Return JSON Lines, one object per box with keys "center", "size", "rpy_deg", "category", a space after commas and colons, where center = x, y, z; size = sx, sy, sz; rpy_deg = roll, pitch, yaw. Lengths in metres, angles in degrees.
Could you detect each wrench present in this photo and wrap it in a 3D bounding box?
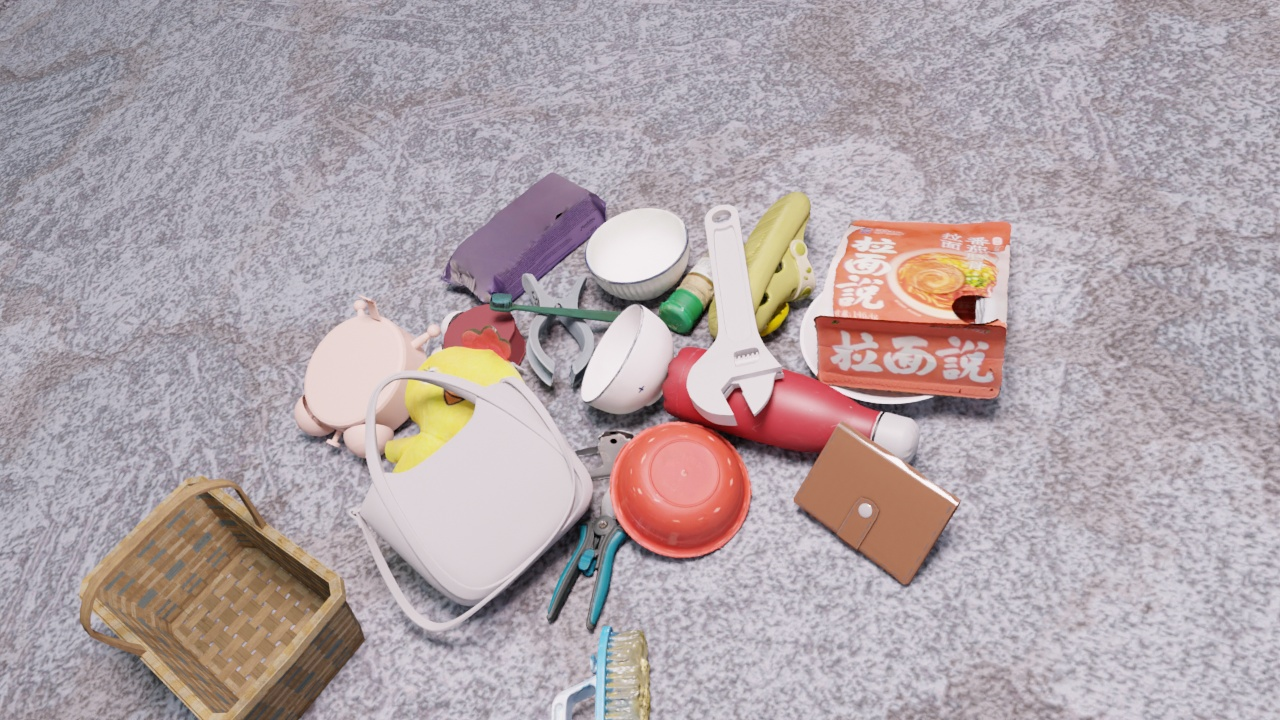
{"center": [0.080, -0.054, 0.888], "size": [0.087, 0.018, 0.272], "rpy_deg": [-13, 50, 10], "category": "wrench"}

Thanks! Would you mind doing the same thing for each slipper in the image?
{"center": [0.140, -0.089, 0.971], "size": [0.190, 0.081, 0.092], "rpy_deg": [-62, 17, -19], "category": "slipper"}

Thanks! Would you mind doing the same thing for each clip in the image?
{"center": [-0.075, -0.037, 1.014], "size": [0.106, 0.028, 0.163], "rpy_deg": [0, 47, -16], "category": "clip"}
{"center": [-0.020, 0.086, 0.892], "size": [0.102, 0.054, 0.057], "rpy_deg": [-10, 11, 9], "category": "clip"}

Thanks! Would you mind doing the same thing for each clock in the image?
{"center": [-0.184, -0.018, 1.028], "size": [0.125, 0.044, 0.087], "rpy_deg": [-3, 50, 15], "category": "clock"}
{"center": [-0.305, 0.016, 0.995], "size": [0.131, 0.086, 0.160], "rpy_deg": [18, 83, 29], "category": "clock"}

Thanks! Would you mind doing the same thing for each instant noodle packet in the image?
{"center": [0.267, -0.071, 0.882], "size": [0.164, 0.084, 0.220], "rpy_deg": [4, 41, 22], "category": "instant noodle packet"}

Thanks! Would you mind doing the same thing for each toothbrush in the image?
{"center": [-0.069, -0.054, 0.997], "size": [0.189, 0.017, 0.016], "rpy_deg": [6, 46, -5], "category": "toothbrush"}

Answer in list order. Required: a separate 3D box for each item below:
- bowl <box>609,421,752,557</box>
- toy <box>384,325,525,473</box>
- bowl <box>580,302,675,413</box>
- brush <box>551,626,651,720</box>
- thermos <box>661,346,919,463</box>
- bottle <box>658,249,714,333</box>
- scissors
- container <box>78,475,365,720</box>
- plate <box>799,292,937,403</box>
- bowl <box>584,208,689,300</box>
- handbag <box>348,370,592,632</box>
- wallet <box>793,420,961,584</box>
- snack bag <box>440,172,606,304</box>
{"center": [0.037, 0.108, 0.824], "size": [0.130, 0.045, 0.130], "rpy_deg": [1, 64, -2], "category": "bowl"}
{"center": [-0.187, 0.068, 0.931], "size": [0.134, 0.092, 0.207], "rpy_deg": [20, 69, 19], "category": "toy"}
{"center": [-0.005, 0.005, 0.924], "size": [0.114, 0.063, 0.113], "rpy_deg": [-51, 20, 27], "category": "bowl"}
{"center": [-0.031, 0.276, 0.725], "size": [0.075, 0.055, 0.135], "rpy_deg": [-6, 49, 6], "category": "brush"}
{"center": [0.138, 0.046, 0.853], "size": [0.240, 0.073, 0.073], "rpy_deg": [15, 57, 27], "category": "thermos"}
{"center": [0.065, -0.081, 1.003], "size": [0.043, 0.043, 0.110], "rpy_deg": [22, 60, 31], "category": "bottle"}
{"center": [-0.045, 0.177, 0.837], "size": [0.149, 0.019, 0.131], "rpy_deg": [-29, 49, -6], "category": "scissors"}
{"center": [-0.383, 0.201, 0.811], "size": [0.250, 0.186, 0.157], "rpy_deg": [23, 61, 32], "category": "container"}
{"center": [0.246, -0.017, 0.896], "size": [0.174, 0.036, 0.173], "rpy_deg": [-9, 49, 10], "category": "plate"}
{"center": [0.002, -0.109, 1.034], "size": [0.118, 0.062, 0.117], "rpy_deg": [-9, 50, 11], "category": "bowl"}
{"center": [-0.174, 0.104, 0.836], "size": [0.215, 0.096, 0.222], "rpy_deg": [-42, 82, -18], "category": "handbag"}
{"center": [0.196, 0.119, 0.774], "size": [0.121, 0.013, 0.087], "rpy_deg": [36, 107, 31], "category": "wallet"}
{"center": [-0.141, -0.150, 1.116], "size": [0.096, 0.058, 0.205], "rpy_deg": [32, 65, 35], "category": "snack bag"}
